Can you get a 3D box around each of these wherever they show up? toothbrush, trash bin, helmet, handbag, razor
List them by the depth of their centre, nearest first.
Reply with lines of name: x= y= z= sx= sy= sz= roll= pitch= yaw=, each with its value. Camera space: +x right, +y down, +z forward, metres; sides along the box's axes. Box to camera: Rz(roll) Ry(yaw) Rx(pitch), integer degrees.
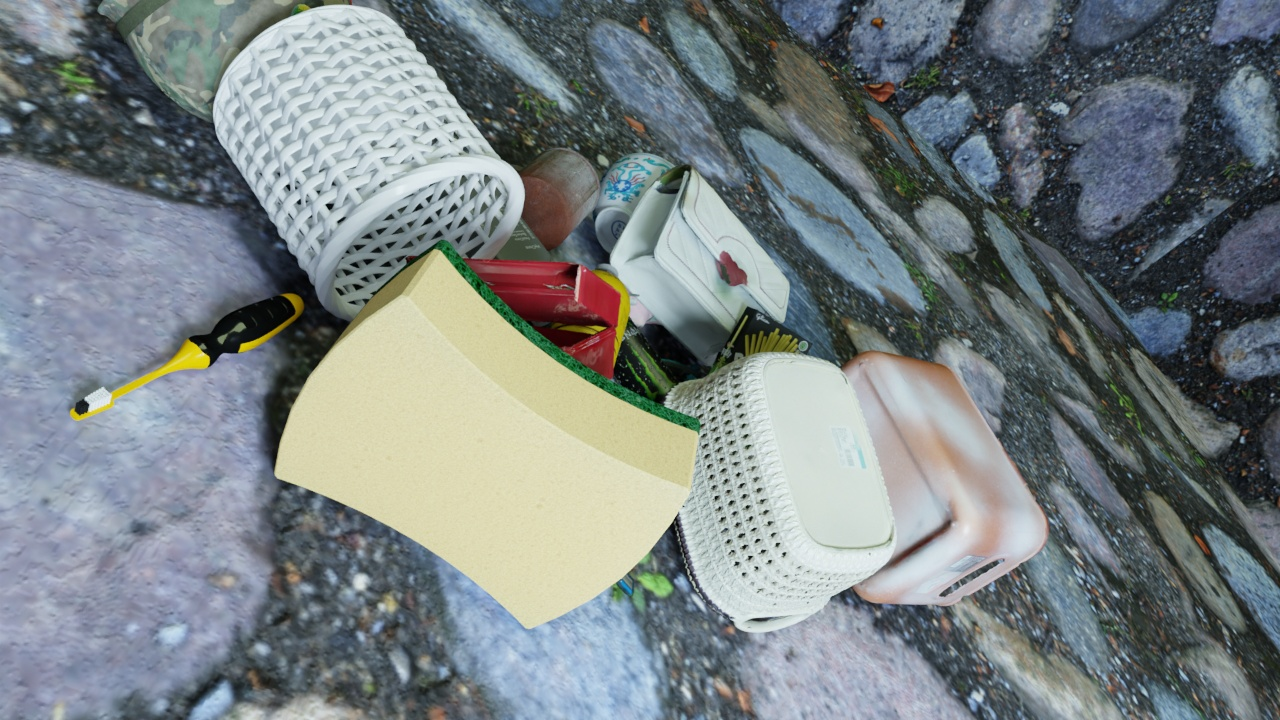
toothbrush: x=-0.311 y=-0.006 z=0.648 sx=0.031 sy=0.031 sz=0.196 roll=40 pitch=36 yaw=3
razor: x=-0.042 y=0.138 z=0.795 sx=0.143 sy=0.022 sz=0.042 roll=62 pitch=-2 yaw=34
helmet: x=-0.356 y=-0.330 z=0.804 sx=0.223 sy=0.193 sz=0.236 roll=-51 pitch=119 yaw=-38
handbag: x=0.077 y=-0.102 z=1.020 sx=0.198 sy=0.096 sz=0.141 roll=43 pitch=60 yaw=-30
trash bin: x=0.295 y=0.130 z=1.038 sx=0.157 sy=0.182 sz=0.259 roll=12 pitch=45 yaw=-39

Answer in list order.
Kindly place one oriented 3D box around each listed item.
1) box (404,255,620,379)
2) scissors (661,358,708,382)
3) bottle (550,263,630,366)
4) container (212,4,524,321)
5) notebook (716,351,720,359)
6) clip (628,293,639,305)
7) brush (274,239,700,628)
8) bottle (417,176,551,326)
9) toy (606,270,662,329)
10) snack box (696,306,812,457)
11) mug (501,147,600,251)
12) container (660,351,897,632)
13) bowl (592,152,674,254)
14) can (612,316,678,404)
box: x=-0.106 y=-0.018 z=0.759 sx=0.135 sy=0.157 sz=0.117 roll=8 pitch=86 yaw=-73
scissors: x=0.059 y=0.024 z=1.034 sx=0.130 sy=0.019 sz=0.150 roll=38 pitch=22 yaw=-16
bottle: x=-0.051 y=-0.028 z=0.887 sx=0.071 sy=0.071 sz=0.163 roll=32 pitch=49 yaw=-20
container: x=-0.226 y=-0.162 z=0.771 sx=0.186 sy=0.190 sz=0.188 roll=53 pitch=33 yaw=15
notebook: x=0.128 y=-0.042 z=1.200 sx=0.168 sy=0.019 sz=0.231 roll=-14 pitch=63 yaw=-53
clip: x=-0.044 y=-0.071 z=0.997 sx=0.054 sy=0.102 sz=0.040 roll=43 pitch=58 yaw=-70
brush: x=-0.106 y=0.061 z=0.640 sx=0.250 sy=0.196 sz=0.075 roll=36 pitch=33 yaw=-14
bottle: x=-0.143 y=-0.111 z=0.941 sx=0.174 sy=0.046 sz=0.083 roll=52 pitch=32 yaw=12
toy: x=-0.003 y=-0.075 z=1.054 sx=0.098 sy=0.053 sz=0.096 roll=-10 pitch=59 yaw=-46
snack box: x=0.114 y=0.026 z=0.988 sx=0.080 sy=0.147 sz=0.025 roll=28 pitch=3 yaw=-24
mug: x=-0.118 y=-0.187 z=1.028 sx=0.123 sy=0.096 sz=0.110 roll=23 pitch=28 yaw=3
container: x=0.128 y=0.110 z=0.853 sx=0.184 sy=0.144 sz=0.251 roll=7 pitch=60 yaw=-35
bowl: x=-0.007 y=-0.164 z=1.086 sx=0.144 sy=0.144 sz=0.074 roll=46 pitch=47 yaw=2
can: x=-0.006 y=0.006 z=0.956 sx=0.137 sy=0.054 sz=0.053 roll=54 pitch=33 yaw=15
